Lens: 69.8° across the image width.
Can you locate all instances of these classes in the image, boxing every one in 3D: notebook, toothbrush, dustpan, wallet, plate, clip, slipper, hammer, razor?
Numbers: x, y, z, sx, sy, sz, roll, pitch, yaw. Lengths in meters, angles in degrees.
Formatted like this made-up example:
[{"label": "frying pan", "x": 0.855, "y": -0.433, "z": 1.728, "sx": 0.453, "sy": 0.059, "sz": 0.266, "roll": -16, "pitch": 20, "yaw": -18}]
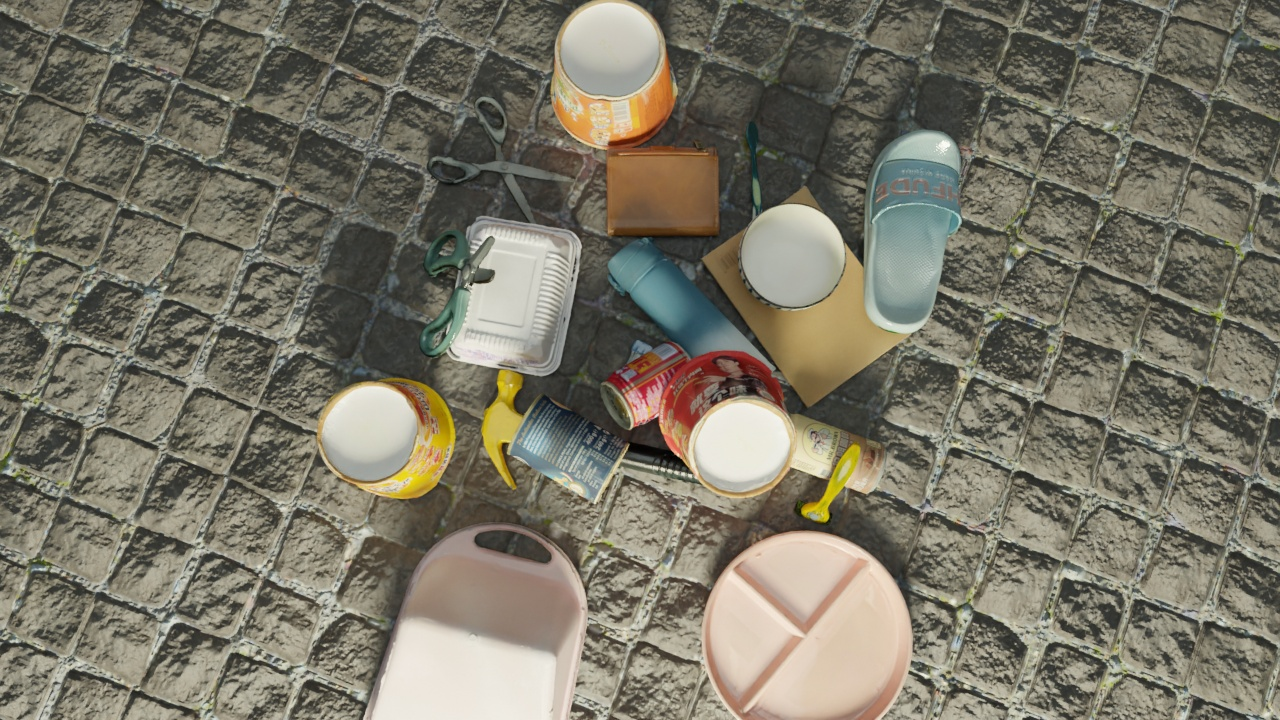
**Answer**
[{"label": "notebook", "x": 0.189, "y": -0.074, "z": 1.052, "sx": 0.149, "sy": 0.012, "sz": 0.211, "roll": -35, "pitch": 88, "yaw": -5}, {"label": "toothbrush", "x": 0.135, "y": -0.185, "z": 1.074, "sx": 0.016, "sy": 0.018, "sz": 0.191, "roll": -3, "pitch": 85, "yaw": -1}, {"label": "dustpan", "x": -0.169, "y": 0.330, "z": 1.018, "sx": 0.222, "sy": 0.138, "sz": 0.274, "roll": 16, "pitch": 111, "yaw": 1}, {"label": "wallet", "x": 0.026, "y": -0.203, "z": 1.066, "sx": 0.130, "sy": 0.035, "sz": 0.119, "roll": 0, "pitch": 83, "yaw": -1}, {"label": "plate", "x": 0.181, "y": 0.303, "z": 1.007, "sx": 0.229, "sy": 0.028, "sz": 0.229, "roll": 0, "pitch": 82, "yaw": 0}, {"label": "clip", "x": -0.007, "y": 0.006, "z": 1.051, "sx": 0.026, "sy": 0.039, "sz": 0.058, "roll": 28, "pitch": 83, "yaw": 2}, {"label": "slipper", "x": 0.305, "y": -0.151, "z": 1.029, "sx": 0.104, "sy": 0.074, "sz": 0.245, "roll": 12, "pitch": 78, "yaw": -2}, {"label": "hammer", "x": -0.032, "y": 0.103, "z": 1.031, "sx": 0.301, "sy": 0.033, "sz": 0.128, "roll": 12, "pitch": 84, "yaw": 2}, {"label": "razor", "x": 0.207, "y": 0.133, "z": 0.985, "sx": 0.043, "sy": 0.133, "sz": 0.028, "roll": 24, "pitch": 45, "yaw": 5}]

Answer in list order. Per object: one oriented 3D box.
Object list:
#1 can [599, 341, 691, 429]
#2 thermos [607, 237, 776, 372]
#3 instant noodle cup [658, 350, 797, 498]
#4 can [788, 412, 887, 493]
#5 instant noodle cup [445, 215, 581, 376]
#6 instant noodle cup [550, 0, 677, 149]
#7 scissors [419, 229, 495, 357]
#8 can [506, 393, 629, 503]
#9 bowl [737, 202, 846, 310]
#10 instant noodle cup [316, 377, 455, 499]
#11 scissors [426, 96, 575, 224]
[{"label": "can", "x": 0.010, "y": 0.028, "z": 1.010, "sx": 0.093, "sy": 0.067, "sz": 0.066, "roll": -31, "pitch": 83, "yaw": -22}, {"label": "thermos", "x": 0.054, "y": -0.046, "z": 1.034, "sx": 0.070, "sy": 0.070, "sz": 0.220, "roll": -44, "pitch": 84, "yaw": -5}, {"label": "instant noodle cup", "x": 0.094, "y": 0.068, "z": 0.941, "sx": 0.138, "sy": 0.108, "sz": 0.138, "roll": -2, "pitch": 107, "yaw": -6}, {"label": "can", "x": 0.208, "y": 0.102, "z": 1.015, "sx": 0.116, "sy": 0.058, "sz": 0.058, "roll": 20, "pitch": 83, "yaw": 3}, {"label": "instant noodle cup", "x": -0.147, "y": -0.077, "z": 1.039, "sx": 0.138, "sy": 0.060, "sz": 0.173, "roll": 10, "pitch": 86, "yaw": 2}, {"label": "instant noodle cup", "x": -0.032, "y": -0.330, "z": 1.044, "sx": 0.151, "sy": 0.111, "sz": 0.151, "roll": 0, "pitch": 83, "yaw": 1}, {"label": "scissors", "x": -0.208, "y": -0.096, "z": 1.014, "sx": 0.173, "sy": 0.019, "sz": 0.178, "roll": -50, "pitch": 43, "yaw": 31}, {"label": "can", "x": -0.075, "y": 0.094, "z": 0.978, "sx": 0.111, "sy": 0.075, "sz": 0.075, "roll": 29, "pitch": 84, "yaw": 4}, {"label": "bowl", "x": 0.163, "y": -0.110, "z": 1.014, "sx": 0.116, "sy": 0.066, "sz": 0.116, "roll": 0, "pitch": 85, "yaw": -2}, {"label": "instant noodle cup", "x": -0.280, "y": 0.081, "z": 0.998, "sx": 0.138, "sy": 0.110, "sz": 0.138, "roll": 0, "pitch": 83, "yaw": -1}, {"label": "scissors", "x": -0.167, "y": -0.227, "z": 1.083, "sx": 0.159, "sy": 0.014, "sz": 0.180, "roll": -21, "pitch": 85, "yaw": -2}]
